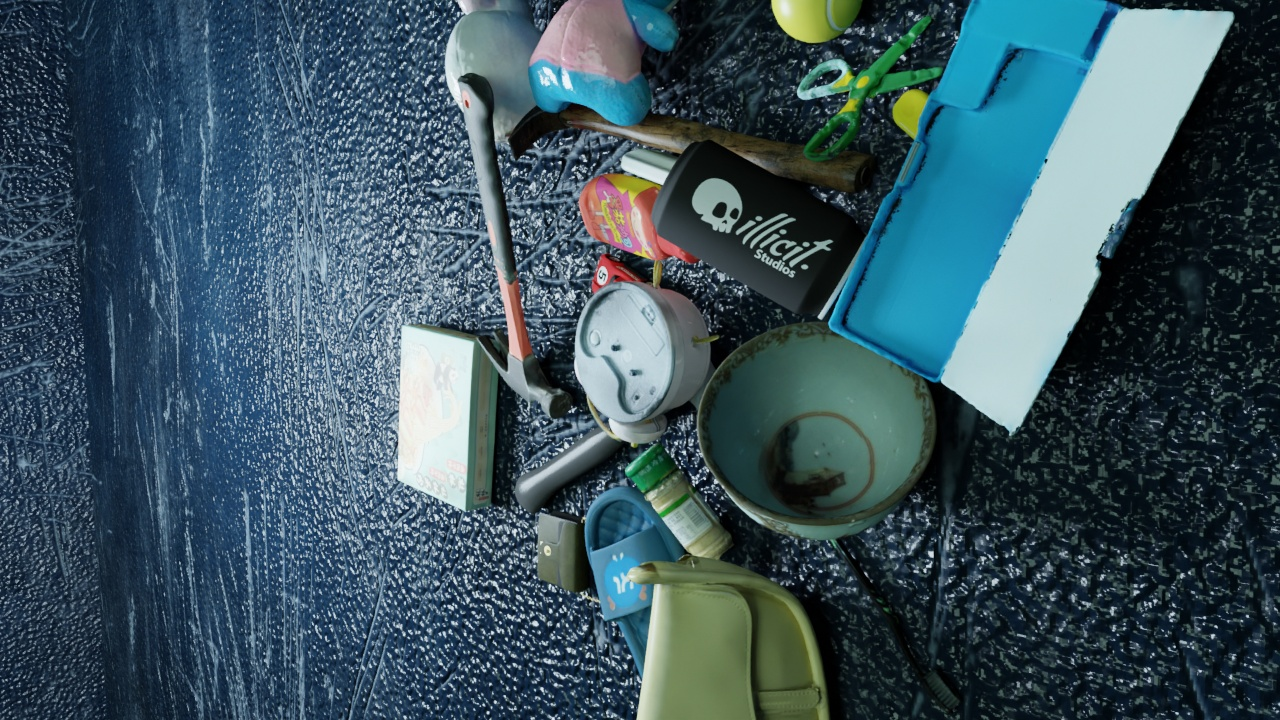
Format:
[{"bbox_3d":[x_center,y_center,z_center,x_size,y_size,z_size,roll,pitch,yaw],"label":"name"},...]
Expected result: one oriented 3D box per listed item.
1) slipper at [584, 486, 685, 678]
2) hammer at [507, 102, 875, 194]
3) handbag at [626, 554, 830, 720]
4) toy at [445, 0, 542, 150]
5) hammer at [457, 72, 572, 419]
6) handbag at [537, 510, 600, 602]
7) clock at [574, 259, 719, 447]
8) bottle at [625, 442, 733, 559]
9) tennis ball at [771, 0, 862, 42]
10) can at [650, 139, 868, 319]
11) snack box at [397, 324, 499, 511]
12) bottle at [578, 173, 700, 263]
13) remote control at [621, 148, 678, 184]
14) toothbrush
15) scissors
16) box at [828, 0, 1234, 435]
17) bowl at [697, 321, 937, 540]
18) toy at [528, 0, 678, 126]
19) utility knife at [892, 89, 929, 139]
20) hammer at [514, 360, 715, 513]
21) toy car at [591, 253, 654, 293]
[{"bbox_3d":[0.001,0.220,0.832,0.104,0.059,0.213,-24,83,38],"label":"slipper"},{"bbox_3d":[0.034,-0.179,0.757,0.331,0.119,0.033,23,150,36],"label":"hammer"},{"bbox_3d":[0.064,0.270,0.708,0.089,0.190,0.232,-2,79,62],"label":"handbag"},{"bbox_3d":[-0.131,-0.299,0.887,0.102,0.138,0.179,-13,73,25],"label":"toy"},{"bbox_3d":[-0.132,-0.106,0.884,0.133,0.033,0.334,33,138,43],"label":"hammer"},{"bbox_3d":[-0.035,0.201,0.902,0.178,0.027,0.084,8,99,41],"label":"handbag"},{"bbox_3d":[-0.005,0.005,0.783,0.116,0.058,0.158,53,129,29],"label":"clock"},{"bbox_3d":[0.035,0.124,0.791,0.110,0.042,0.043,52,130,3],"label":"bottle"},{"bbox_3d":[0.128,-0.265,0.664,0.065,0.065,0.065,5,97,45],"label":"tennis ball"},{"bbox_3d":[0.087,-0.096,0.674,0.146,0.080,0.080,30,118,7],"label":"can"},{"bbox_3d":[-0.225,0.062,1.065,0.142,0.044,0.193,13,102,43],"label":"snack box"},{"bbox_3d":[0.008,-0.123,0.805,0.134,0.048,0.071,24,144,41],"label":"bottle"},{"bbox_3d":[0.042,-0.154,0.772,0.133,0.050,0.022,30,115,40],"label":"remote control"},{"bbox_3d":[0.178,0.177,0.690,0.017,0.014,0.188,-44,63,24],"label":"toothbrush"},{"bbox_3d":[0.158,-0.200,0.662,0.127,0.011,0.123,-47,41,16],"label":"scissors"},{"bbox_3d":[0.230,-0.095,0.558,0.175,0.059,0.244,42,116,51],"label":"box"},{"bbox_3d":[0.126,0.063,0.661,0.160,0.159,0.094,48,168,32],"label":"bowl"},{"bbox_3d":[-0.033,-0.300,0.786,0.224,0.098,0.191,16,86,43],"label":"toy"},{"bbox_3d":[0.230,-0.121,0.606,0.029,0.020,0.174,-54,57,31],"label":"utility knife"},{"bbox_3d":[-0.035,0.074,0.887,0.312,0.029,0.125,-36,69,42],"label":"hammer"},{"bbox_3d":[-0.016,-0.066,0.856,0.089,0.025,0.038,38,119,37],"label":"toy car"}]
